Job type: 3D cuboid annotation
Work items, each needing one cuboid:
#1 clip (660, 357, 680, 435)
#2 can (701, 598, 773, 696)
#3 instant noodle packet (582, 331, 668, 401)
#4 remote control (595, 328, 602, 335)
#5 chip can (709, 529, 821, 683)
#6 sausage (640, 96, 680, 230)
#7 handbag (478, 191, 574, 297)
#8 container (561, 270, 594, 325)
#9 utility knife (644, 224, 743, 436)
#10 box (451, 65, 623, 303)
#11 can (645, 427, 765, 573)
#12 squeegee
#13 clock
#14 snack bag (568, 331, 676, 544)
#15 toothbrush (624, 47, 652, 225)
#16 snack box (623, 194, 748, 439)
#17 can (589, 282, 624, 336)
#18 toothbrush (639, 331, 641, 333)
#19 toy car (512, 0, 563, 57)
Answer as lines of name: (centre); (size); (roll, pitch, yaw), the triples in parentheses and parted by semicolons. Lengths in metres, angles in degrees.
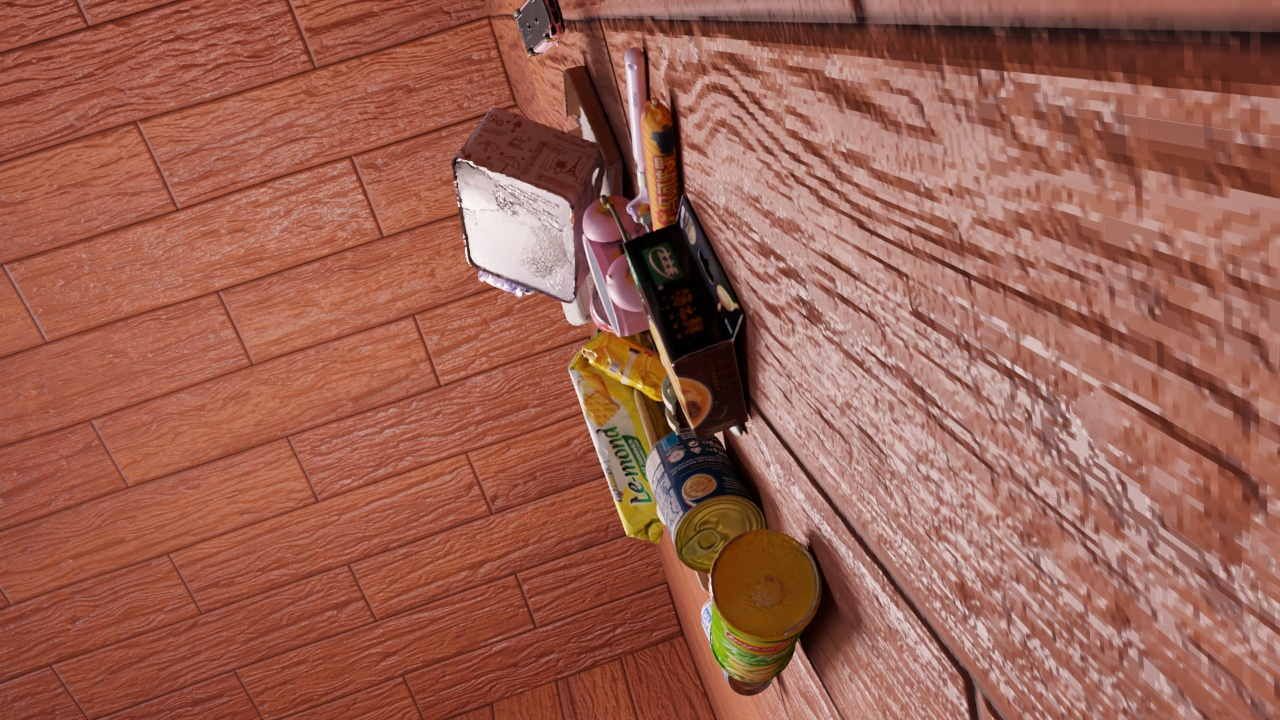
clip: (0.025, 0.019, 0.763); (0.104, 0.083, 0.035); (52, 163, 43)
can: (0.107, 0.319, 1.041); (0.134, 0.053, 0.053); (-124, 17, -73)
instant noodle packet: (-0.006, 0.006, 0.940); (0.128, 0.111, 0.044); (138, 157, -86)
remote control: (-0.035, -0.026, 1.210); (0.136, 0.024, 0.053); (-27, -75, -68)
chip can: (0.086, 0.188, 0.674); (0.221, 0.072, 0.072); (80, 170, -63)
sausage: (0.016, -0.116, 0.622); (0.165, 0.021, 0.021); (79, 171, -60)
handbag: (-0.127, -0.173, 1.120); (0.075, 0.194, 0.134); (26, -169, -15)
container: (-0.051, -0.093, 1.089); (0.114, 0.090, 0.090); (-156, 47, -80)
utility knife: (0.039, -0.029, 0.728); (0.029, 0.013, 0.207); (78, 170, -68)
box: (-0.079, -0.188, 0.938); (0.183, 0.153, 0.177); (98, -166, -60)
can: (0.051, 0.114, 0.771); (0.111, 0.075, 0.075); (-116, 8, -60)
squeegee: (0.040, 0.154, 0.907); (0.246, 0.039, 0.246); (-159, 50, -81)
clock: (-0.011, -0.084, 0.823); (0.159, 0.060, 0.117); (89, 161, -69)
snack bag: (-0.004, 0.076, 1.095); (0.157, 0.068, 0.246); (-51, -56, -70)
toothbrush: (-0.001, -0.159, 0.672); (0.189, 0.029, 0.021); (84, -156, -65)
snack box: (0.034, -0.027, 0.632); (0.126, 0.053, 0.113); (69, 179, -54)
can: (-0.021, -0.061, 0.984); (0.094, 0.066, 0.066); (135, 116, -85)
toothbrush: (0.017, 0.038, 1.222); (0.016, 0.016, 0.190); (-166, 57, -84)
toy car: (-0.109, -0.371, 1.009); (0.122, 0.037, 0.056); (17, 129, 69)
